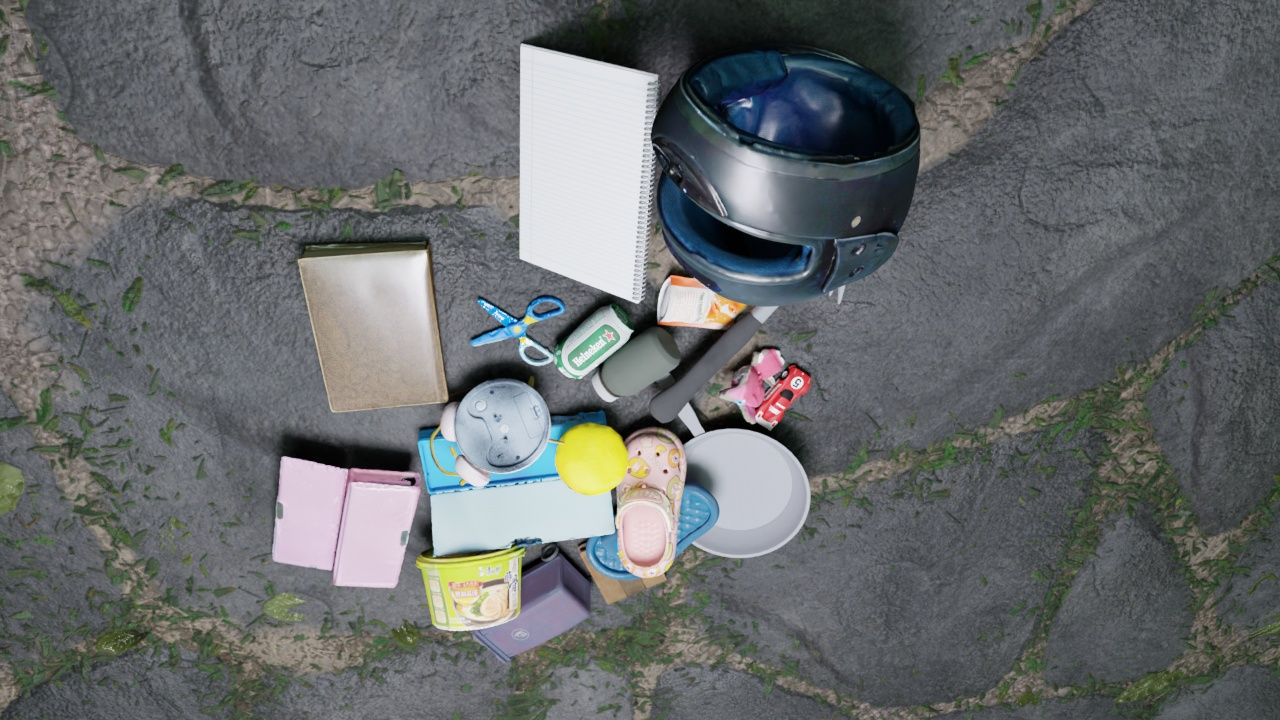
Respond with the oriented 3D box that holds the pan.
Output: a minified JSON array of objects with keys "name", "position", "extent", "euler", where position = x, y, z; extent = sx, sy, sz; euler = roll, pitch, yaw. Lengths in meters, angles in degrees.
[{"name":"pan","position":[0.091,0.115,1.233],"extent":[0.201,0.050,0.356],"euler":[-26,106,18]}]

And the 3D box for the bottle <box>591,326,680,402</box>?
[{"name":"bottle","position":[-0.007,0.007,1.143],"extent":[0.109,0.060,0.060],"euler":[-34,120,24]}]

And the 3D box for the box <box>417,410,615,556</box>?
[{"name":"box","position":[-0.161,0.158,1.216],"extent":[0.243,0.071,0.170],"euler":[-6,93,-5]}]

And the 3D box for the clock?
[{"name":"clock","position":[-0.186,0.092,1.143],"extent":[0.158,0.059,0.116],"euler":[-24,80,-6]}]

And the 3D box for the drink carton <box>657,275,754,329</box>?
[{"name":"drink carton","position":[0.087,-0.070,1.141],"extent":[0.122,0.038,0.069],"euler":[5,120,-18]}]

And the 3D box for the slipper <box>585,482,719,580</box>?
[{"name":"slipper","position":[0.017,0.243,1.258],"extent":[0.214,0.059,0.104],"euler":[-34,104,24]}]

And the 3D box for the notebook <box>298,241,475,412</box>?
[{"name":"notebook","position":[-0.293,-0.038,1.100],"extent":[0.190,0.034,0.216],"euler":[-4,121,-8]}]

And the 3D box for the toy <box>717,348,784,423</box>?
[{"name":"toy","position":[0.144,0.027,1.196],"extent":[0.102,0.050,0.065],"euler":[-51,120,-18]}]

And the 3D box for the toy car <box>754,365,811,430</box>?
[{"name":"toy car","position":[0.189,0.050,1.227],"extent":[0.038,0.025,0.090],"euler":[31,111,-23]}]

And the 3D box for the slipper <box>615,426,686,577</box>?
[{"name":"slipper","position":[0.004,0.184,1.184],"extent":[0.093,0.081,0.197],"euler":[4,89,14]}]

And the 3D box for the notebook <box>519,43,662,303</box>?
[{"name":"notebook","position":[-0.061,-0.198,0.986],"extent":[0.178,0.013,0.246],"euler":[23,125,28]}]

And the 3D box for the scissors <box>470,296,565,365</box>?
[{"name":"scissors","position":[-0.149,-0.036,1.137],"extent":[0.125,0.015,0.127],"euler":[-17,119,1]}]

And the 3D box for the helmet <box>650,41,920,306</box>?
[{"name":"helmet","position":[0.132,-0.171,0.938],"extent":[0.315,0.249,0.237],"euler":[-23,151,-40]}]

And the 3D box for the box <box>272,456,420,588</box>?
[{"name":"box","position":[-0.393,0.221,1.210],"extent":[0.179,0.039,0.233],"euler":[10,132,-14]}]

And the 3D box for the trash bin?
[{"name":"trash bin","position":[-0.158,0.353,1.323],"extent":[0.161,0.092,0.094],"euler":[-31,120,15]}]

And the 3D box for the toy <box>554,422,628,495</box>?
[{"name":"toy","position":[-0.062,0.125,1.168],"extent":[0.095,0.041,0.094],"euler":[34,83,-3]}]

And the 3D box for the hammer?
[{"name":"hammer","position":[0.130,-0.035,1.142],"extent":[0.311,0.029,0.125],"euler":[-46,123,11]}]

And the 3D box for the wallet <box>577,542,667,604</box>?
[{"name":"wallet","position":[-0.026,0.298,1.345],"extent":[0.099,0.027,0.121],"euler":[-22,120,2]}]

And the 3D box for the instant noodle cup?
[{"name":"instant noodle cup","position":[-0.224,0.300,1.233],"extent":[0.146,0.146,0.098],"euler":[-5,89,-5]}]

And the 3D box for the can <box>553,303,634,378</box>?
[{"name":"can","position":[-0.060,-0.023,1.132],"extent":[0.101,0.053,0.053],"euler":[-39,118,15]}]
